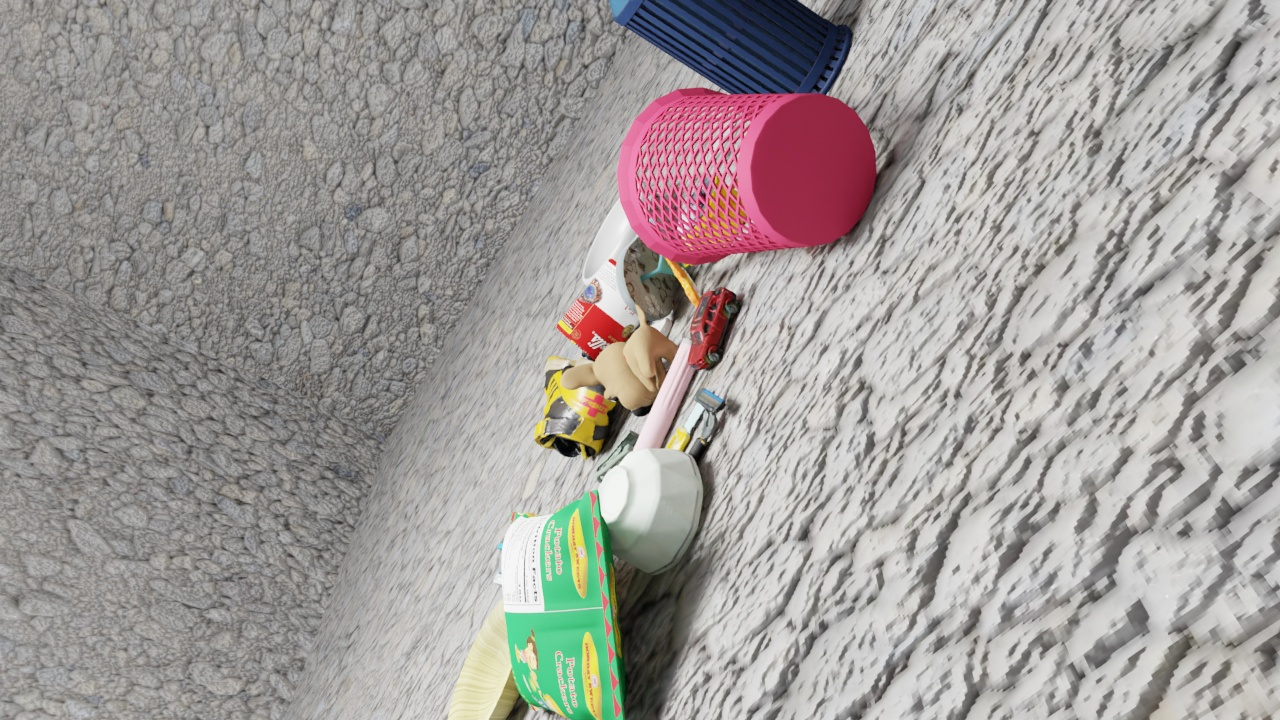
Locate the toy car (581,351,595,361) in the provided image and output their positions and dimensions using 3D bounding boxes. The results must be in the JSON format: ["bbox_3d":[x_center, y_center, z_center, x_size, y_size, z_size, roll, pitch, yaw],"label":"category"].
[{"bbox_3d":[-0.061,-0.027,1.316,0.034,0.046,0.112,-57,19,22],"label":"toy car"}]

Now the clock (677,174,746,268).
[{"bbox_3d":[0.079,-0.164,1.093,0.119,0.057,0.083,-55,19,24],"label":"clock"}]

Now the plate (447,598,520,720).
[{"bbox_3d":[-0.161,0.358,1.040,0.185,0.036,0.184,-54,19,28],"label":"plate"}]

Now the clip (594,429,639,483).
[{"bbox_3d":[-0.025,0.108,1.047,0.078,0.023,0.050,-40,26,47],"label":"clip"}]

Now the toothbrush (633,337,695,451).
[{"bbox_3d":[0.013,0.080,0.970,0.027,0.026,0.222,14,76,53],"label":"toothbrush"}]

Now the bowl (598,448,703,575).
[{"bbox_3d":[-0.001,0.130,0.834,0.118,0.061,0.117,-40,39,43],"label":"bowl"}]

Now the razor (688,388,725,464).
[{"bbox_3d":[0.044,0.098,0.865,0.144,0.022,0.043,-66,27,7],"label":"razor"}]

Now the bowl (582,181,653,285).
[{"bbox_3d":[-0.017,-0.178,1.379,0.177,0.066,0.176,-54,19,27],"label":"bowl"}]

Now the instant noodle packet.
[{"bbox_3d":[-0.072,0.226,0.827,0.253,0.090,0.195,151,114,-63],"label":"instant noodle packet"}]

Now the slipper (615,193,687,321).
[{"bbox_3d":[0.032,-0.137,1.167,0.055,0.098,0.268,-25,25,25],"label":"slipper"}]

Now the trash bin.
[{"bbox_3d":[0.096,-0.383,1.041,0.140,0.249,0.139,-54,19,27],"label":"trash bin"}]

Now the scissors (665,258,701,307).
[{"bbox_3d":[0.046,-0.096,1.032,0.011,0.125,0.128,-33,-8,8],"label":"scissors"}]

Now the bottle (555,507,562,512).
[{"bbox_3d":[-0.091,0.242,0.970,0.060,0.059,0.165,-22,44,65],"label":"bottle"}]

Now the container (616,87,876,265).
[{"bbox_3d":[0.104,-0.176,0.872,0.183,0.183,0.226,-63,24,-2],"label":"container"}]

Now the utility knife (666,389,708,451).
[{"bbox_3d":[0.021,0.111,0.925,0.191,0.018,0.030,-57,27,8],"label":"utility knife"}]

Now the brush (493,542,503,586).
[{"bbox_3d":[-0.134,0.242,1.103,0.075,0.055,0.136,-64,16,-19],"label":"brush"}]

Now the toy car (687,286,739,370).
[{"bbox_3d":[0.073,-0.033,0.956,0.042,0.036,0.091,-18,53,66],"label":"toy car"}]

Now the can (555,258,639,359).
[{"bbox_3d":[-0.043,-0.065,1.216,0.116,0.086,0.086,-51,18,3],"label":"can"}]

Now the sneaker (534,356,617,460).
[{"bbox_3d":[-0.091,0.062,1.199,0.122,0.086,0.239,-67,15,-8],"label":"sneaker"}]

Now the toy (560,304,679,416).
[{"bbox_3d":[-0.006,0.006,1.037,0.108,0.133,0.105,-42,68,46],"label":"toy"}]

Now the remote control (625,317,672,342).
[{"bbox_3d":[0.004,-0.025,1.175,0.033,0.012,0.131,-61,15,-22],"label":"remote control"}]
